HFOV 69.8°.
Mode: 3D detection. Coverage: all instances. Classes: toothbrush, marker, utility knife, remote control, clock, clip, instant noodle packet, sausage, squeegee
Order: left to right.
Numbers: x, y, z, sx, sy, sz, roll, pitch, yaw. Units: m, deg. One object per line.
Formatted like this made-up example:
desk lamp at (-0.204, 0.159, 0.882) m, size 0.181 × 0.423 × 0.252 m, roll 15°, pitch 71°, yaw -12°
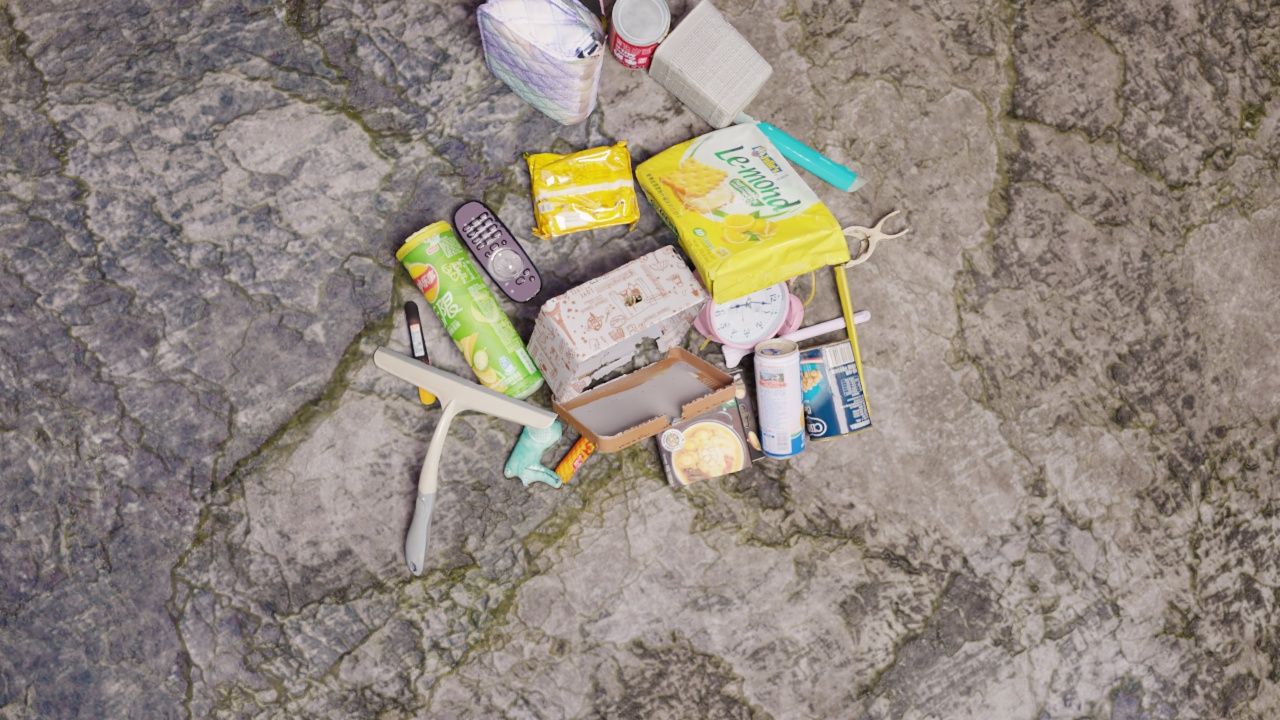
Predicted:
marker at (-0.260, -0.009, 1.081) m, size 0.018 × 0.015 × 0.124 m, roll -11°, pitch 88°, yaw -6°
squeegee at (-0.238, 0.137, 1.046) m, size 0.247 × 0.039 × 0.247 m, roll 20°, pitch 101°, yaw 20°
remote control at (-0.168, -0.128, 1.083) m, size 0.053 × 0.024 × 0.136 m, roll -37°, pitch 93°, yaw -5°
instant noodle packet at (-0.071, -0.199, 1.082) m, size 0.128 × 0.044 × 0.110 m, roll -9°, pitch 84°, yaw -8°
sausage at (-0.050, 0.083, 1.092) m, size 0.021 × 0.021 × 0.165 m, roll 39°, pitch 87°, yaw -3°
clock at (0.133, -0.075, 1.070) m, size 0.158 × 0.060 × 0.117 m, roll -17°, pitch 116°, yaw -15°
utility knife at (0.181, -0.261, 1.116) m, size 0.207 × 0.013 × 0.029 m, roll 31°, pitch 85°, yaw 0°
toothbrush at (0.191, -0.029, 1.113) m, size 0.189 × 0.021 × 0.029 m, roll -16°, pitch 89°, yaw -6°
toothbrush at (0.254, -0.021, 1.106) m, size 0.016 × 0.015 × 0.190 m, roll -12°, pitch 99°, yaw -2°
clip at (0.279, -0.135, 1.115) m, size 0.104 × 0.035 × 0.083 m, roll -9°, pitch 87°, yaw -12°

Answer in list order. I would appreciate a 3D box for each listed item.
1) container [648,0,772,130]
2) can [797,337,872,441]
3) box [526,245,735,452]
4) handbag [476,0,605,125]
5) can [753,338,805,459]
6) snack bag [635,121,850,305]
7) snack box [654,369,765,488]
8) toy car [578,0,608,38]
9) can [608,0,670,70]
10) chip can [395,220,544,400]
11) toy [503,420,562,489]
container at (0.083, -0.339, 1.071) m, size 0.114 × 0.090 × 0.090 m, roll 42°, pitch 87°, yaw -3°
can at (0.224, 0.033, 1.087) m, size 0.075 × 0.075 × 0.111 m, roll -14°, pitch 90°, yaw -5°
box at (-0.005, 0.008, 1.009) m, size 0.182 × 0.153 × 0.178 m, roll -27°, pitch 74°, yaw -24°
handbag at (-0.104, -0.340, 1.005) m, size 0.134 × 0.194 × 0.075 m, roll 35°, pitch 84°, yaw -3°
can at (0.162, 0.045, 1.068) m, size 0.053 × 0.053 × 0.135 m, roll -10°, pitch 115°, yaw -5°
snack bag at (0.104, -0.166, 1.028) m, size 0.158 × 0.068 × 0.246 m, roll -21°, pitch 51°, yaw -9°
snack box at (0.079, 0.080, 1.092) m, size 0.125 × 0.053 × 0.113 m, roll -15°, pitch 91°, yaw 1°
toy car at (-0.073, -0.432, 1.089) m, size 0.056 × 0.037 × 0.122 m, roll -10°, pitch 103°, yaw -1°
can at (-0.003, -0.381, 1.063) m, size 0.066 × 0.094 × 0.066 m, roll 0°, pitch 89°, yaw -5°
chip can at (-0.193, -0.049, 1.057) m, size 0.072 × 0.072 × 0.221 m, roll -33°, pitch 92°, yaw -4°
toy at (-0.123, 0.108, 1.080) m, size 0.096 × 0.030 × 0.092 m, roll 29°, pitch 90°, yaw 16°
